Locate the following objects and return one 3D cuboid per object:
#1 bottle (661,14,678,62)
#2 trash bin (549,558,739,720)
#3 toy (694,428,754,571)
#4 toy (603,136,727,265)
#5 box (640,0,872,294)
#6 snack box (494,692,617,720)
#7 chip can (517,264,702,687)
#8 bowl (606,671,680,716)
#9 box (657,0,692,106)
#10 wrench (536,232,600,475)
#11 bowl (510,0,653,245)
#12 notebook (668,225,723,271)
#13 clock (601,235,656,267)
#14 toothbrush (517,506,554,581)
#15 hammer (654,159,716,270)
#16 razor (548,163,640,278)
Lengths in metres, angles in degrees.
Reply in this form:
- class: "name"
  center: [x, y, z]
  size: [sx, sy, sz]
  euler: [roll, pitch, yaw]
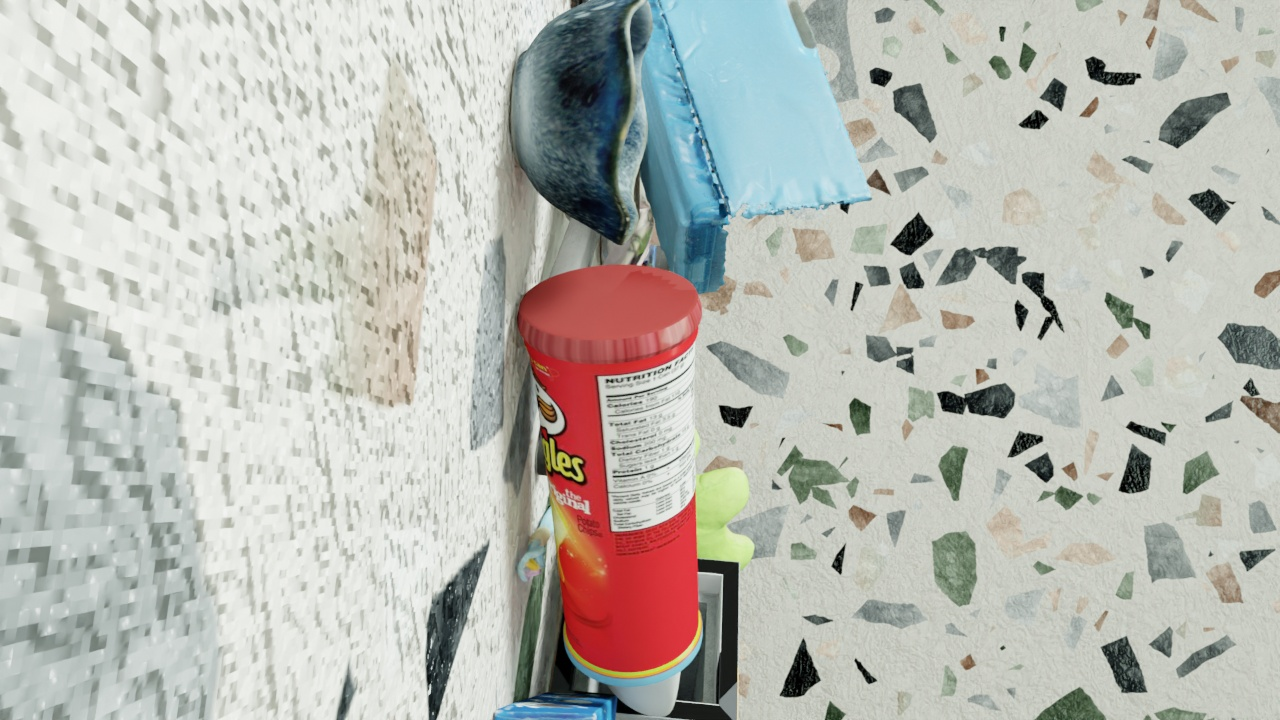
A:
- class: "bottle"
  center: [0.002, -0.236, 0.723]
  size: [0.165, 0.059, 0.060]
  euler: [-82, 176, -61]
- class: "trash bin"
  center: [0.004, 0.302, 0.816]
  size: [0.142, 0.142, 0.247]
  euler: [-83, 176, -45]
- class: "toy"
  center: [0.014, 0.109, 0.843]
  size: [0.107, 0.197, 0.150]
  euler: [-32, 134, -28]
- class: "toy"
  center: [0.010, -0.140, 0.738]
  size: [0.084, 0.159, 0.194]
  euler: [43, 22, -32]
- class: "box"
  center: [0.045, -0.162, 0.534]
  size: [0.094, 0.111, 0.231]
  euler: [90, -14, -67]
- class: "snack box"
  center: [-0.052, 0.301, 0.537]
  size: [0.239, 0.056, 0.195]
  euler: [85, 10, -72]
- class: "chip can"
  center: [-0.010, 0.064, 0.480]
  size: [0.086, 0.087, 0.214]
  euler: [-81, 169, -61]
- class: "bowl"
  center: [-0.010, 0.159, 0.653]
  size: [0.176, 0.066, 0.176]
  euler: [180, -87, -87]
- class: "box"
  center: [0.060, -0.272, 0.776]
  size: [0.209, 0.045, 0.191]
  euler: [53, -10, 47]
- class: "wrench"
  center: [-0.041, -0.046, 0.611]
  size: [0.073, 0.018, 0.272]
  euler: [92, 5, -56]
- class: "bowl"
  center: [-0.025, -0.107, 0.400]
  size: [0.110, 0.055, 0.110]
  euler: [8, 86, -87]
- class: "notebook"
  center: [0.028, -0.075, 0.969]
  size: [0.178, 0.014, 0.249]
  euler: [-47, 179, 3]
- class: "clock"
  center: [-0.008, -0.109, 0.833]
  size: [0.089, 0.052, 0.125]
  euler: [92, 4, -58]
- class: "toothbrush"
  center: [-0.055, 0.103, 0.563]
  size: [0.022, 0.016, 0.155]
  euler: [-63, 179, 6]
- class: "hammer"
  center: [0.050, -0.167, 0.849]
  size: [0.323, 0.043, 0.156]
  euler: [170, -79, -72]
- class: "razor"
  center: [-0.034, -0.067, 0.508]
  size: [0.088, 0.047, 0.116]
  euler: [90, 13, -60]
